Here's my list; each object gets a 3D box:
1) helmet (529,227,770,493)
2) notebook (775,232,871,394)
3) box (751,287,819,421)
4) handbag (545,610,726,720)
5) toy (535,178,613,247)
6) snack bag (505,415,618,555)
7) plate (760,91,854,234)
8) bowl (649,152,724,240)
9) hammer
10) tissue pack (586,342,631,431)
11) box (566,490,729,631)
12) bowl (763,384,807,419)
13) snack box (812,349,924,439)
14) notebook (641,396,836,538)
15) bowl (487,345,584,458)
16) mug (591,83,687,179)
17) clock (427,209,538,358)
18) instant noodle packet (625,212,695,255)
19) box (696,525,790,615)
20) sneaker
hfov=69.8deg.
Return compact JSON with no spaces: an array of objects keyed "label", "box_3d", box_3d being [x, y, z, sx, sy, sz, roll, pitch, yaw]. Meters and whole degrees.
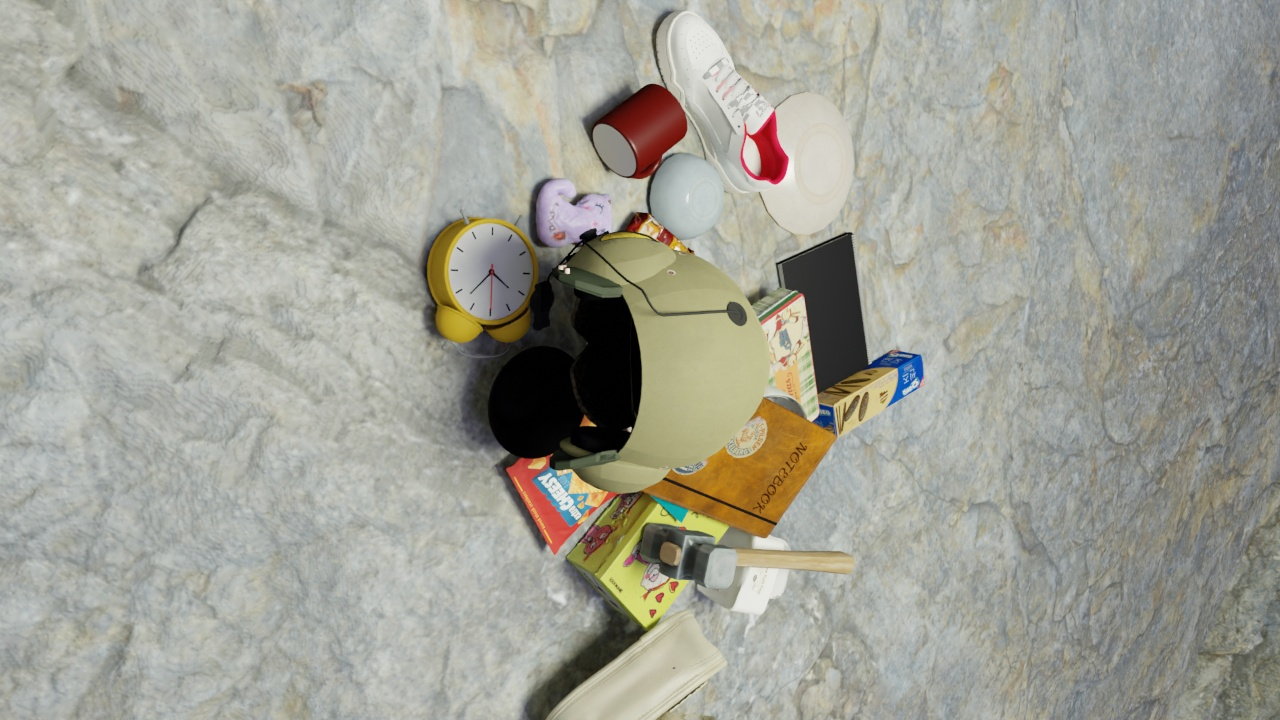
[{"label":"helmet","box_3d":[0.002,-0.002,0.904,0.232,0.256,0.250,-5,102,-32]},{"label":"notebook","box_3d":[0.266,-0.063,1.312,0.148,0.016,0.207,-25,113,-30]},{"label":"box","box_3d":[0.180,0.014,1.223,0.117,0.050,0.206,-31,126,-28]},{"label":"handbag","box_3d":[-0.001,0.430,1.108,0.228,0.132,0.185,-23,152,-31]},{"label":"toy","box_3d":[-0.071,-0.163,1.021,0.099,0.036,0.080,-9,104,-34]},{"label":"snack bag","box_3d":[-0.075,0.133,1.075,0.143,0.039,0.131,-38,119,-26]},{"label":"plate","box_3d":[0.234,-0.265,1.238,0.188,0.027,0.189,-8,104,-36]},{"label":"bowl","box_3d":[0.064,-0.196,1.110,0.106,0.039,0.106,-12,110,-38]},{"label":"hammer","box_3d":[0.152,0.243,1.124,0.322,0.117,0.051,13,88,-40]},{"label":"tissue pack","box_3d":[-0.006,0.006,1.062,0.104,0.071,0.181,-26,116,-2]},{"label":"box","box_3d":[0.028,0.207,1.143,0.220,0.082,0.124,-46,122,-20]},{"label":"bowl","box_3d":[0.144,0.078,1.153,0.116,0.065,0.116,-9,120,-16]},{"label":"snack box","box_3d":[0.337,0.046,1.361,0.206,0.056,0.057,-26,113,-31]},{"label":"notebook","box_3d":[0.106,0.121,1.099,0.249,0.014,0.178,26,101,-35]},{"label":"bowl","box_3d":[-0.125,0.042,1.010,0.123,0.053,0.124,-8,104,-36]},{"label":"mug","box_3d":[0.000,-0.248,1.044,0.082,0.073,0.106,-42,151,-23]},{"label":"clock","box_3d":[-0.163,-0.078,0.959,0.113,0.052,0.152,-1,96,-37]},{"label":"instant noodle packet","box_3d":[0.001,-0.099,1.087,0.098,0.040,0.135,38,75,-34]},{"label":"box","box_3d":[0.161,0.285,1.243,0.130,0.103,0.110,22,86,-28]},{"label":"sneaker","box_3d":[0.111,-0.306,1.087,0.090,0.104,0.237,-41,121,-24]}]
